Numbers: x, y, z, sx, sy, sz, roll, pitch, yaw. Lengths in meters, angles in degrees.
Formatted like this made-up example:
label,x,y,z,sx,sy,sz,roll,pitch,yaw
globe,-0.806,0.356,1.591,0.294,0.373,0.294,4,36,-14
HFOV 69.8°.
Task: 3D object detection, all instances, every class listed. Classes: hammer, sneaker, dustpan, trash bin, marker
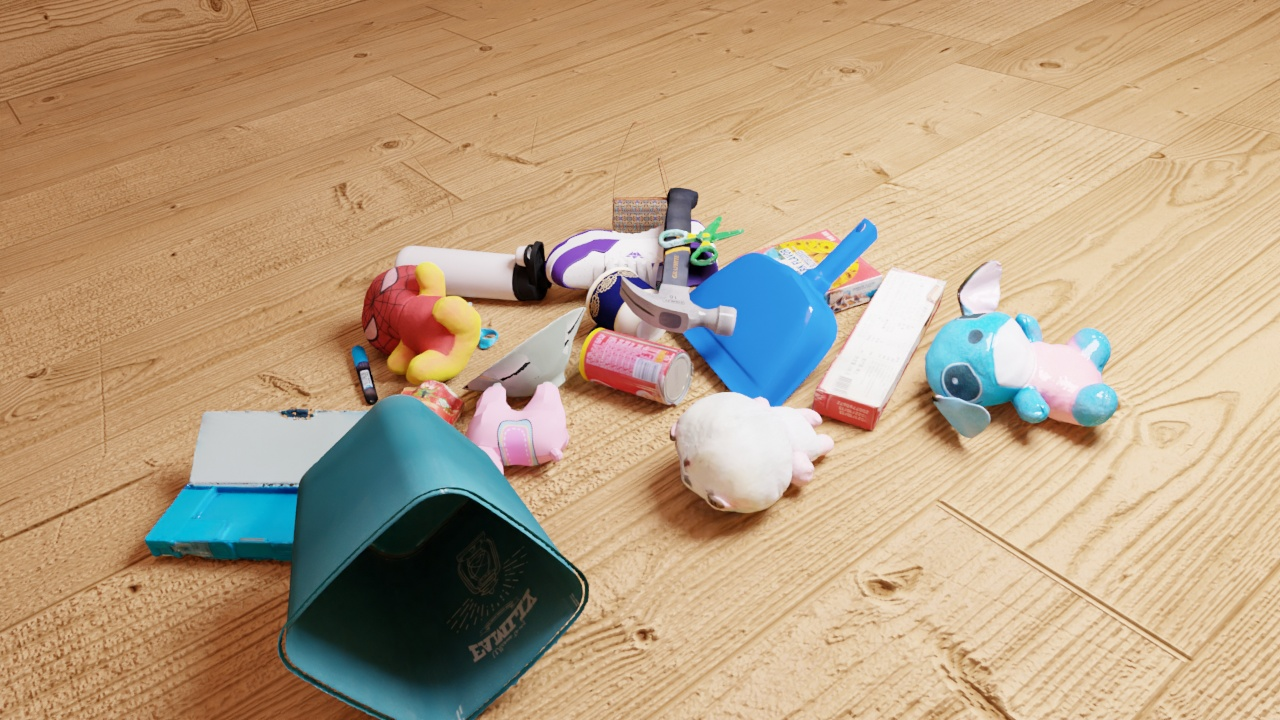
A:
label,x,y,z,sx,sy,sz,roll,pitch,yaw
hammer,0.054,-0.140,1.186,0.139,0.035,0.311,9,38,0
sneaker,-0.002,-0.123,1.255,0.244,0.092,0.111,-13,40,-15
dustpan,0.180,-0.084,1.122,0.258,0.059,0.245,-46,39,8
trash bin,-0.193,0.158,0.800,0.196,0.199,0.218,-44,34,1
marker,-0.356,0.019,1.186,0.018,0.015,0.123,-16,39,-16

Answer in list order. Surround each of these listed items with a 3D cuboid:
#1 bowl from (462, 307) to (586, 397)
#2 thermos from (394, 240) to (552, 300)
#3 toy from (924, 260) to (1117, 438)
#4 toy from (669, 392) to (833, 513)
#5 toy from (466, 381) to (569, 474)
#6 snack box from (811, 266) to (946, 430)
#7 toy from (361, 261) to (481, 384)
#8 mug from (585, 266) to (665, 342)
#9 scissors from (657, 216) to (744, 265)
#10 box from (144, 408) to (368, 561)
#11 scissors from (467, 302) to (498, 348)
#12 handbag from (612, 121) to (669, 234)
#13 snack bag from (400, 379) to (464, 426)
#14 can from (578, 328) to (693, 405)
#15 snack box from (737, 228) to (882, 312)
label,x,y,z,sx,sy,sz,roll,pitch,yaw
bowl,-0.124,0.008,1.102,0.174,0.068,0.174,-34,3,2
thermos,-0.239,-0.133,1.298,0.230,0.101,0.068,6,52,17
toy,0.412,-0.003,1.000,0.191,0.099,0.223,11,54,15
toy,0.119,0.086,0.943,0.179,0.102,0.138,-8,45,-30
toy,-0.143,0.094,1.001,0.123,0.067,0.157,-1,42,5
snack box,0.289,-0.020,1.095,0.077,0.044,0.272,18,44,23
toy,-0.288,-0.053,1.188,0.216,0.098,0.147,33,93,46
mug,-0.018,-0.052,1.173,0.112,0.085,0.089,-52,48,2
scissors,0.075,-0.160,1.180,0.108,0.012,0.131,19,40,13
box,-0.383,0.139,0.991,0.244,0.060,0.175,0,54,10
scissors,-0.248,-0.046,1.252,0.083,0.016,0.135,-21,39,-15
handbag,0.000,-0.266,1.352,0.093,0.196,0.043,1,43,7
snack bag,-0.261,0.090,1.058,0.087,0.044,0.154,8,44,6
can,-0.006,0.006,1.091,0.124,0.067,0.066,16,42,29
snack box,0.224,-0.113,1.232,0.144,0.040,0.142,-18,39,-12
